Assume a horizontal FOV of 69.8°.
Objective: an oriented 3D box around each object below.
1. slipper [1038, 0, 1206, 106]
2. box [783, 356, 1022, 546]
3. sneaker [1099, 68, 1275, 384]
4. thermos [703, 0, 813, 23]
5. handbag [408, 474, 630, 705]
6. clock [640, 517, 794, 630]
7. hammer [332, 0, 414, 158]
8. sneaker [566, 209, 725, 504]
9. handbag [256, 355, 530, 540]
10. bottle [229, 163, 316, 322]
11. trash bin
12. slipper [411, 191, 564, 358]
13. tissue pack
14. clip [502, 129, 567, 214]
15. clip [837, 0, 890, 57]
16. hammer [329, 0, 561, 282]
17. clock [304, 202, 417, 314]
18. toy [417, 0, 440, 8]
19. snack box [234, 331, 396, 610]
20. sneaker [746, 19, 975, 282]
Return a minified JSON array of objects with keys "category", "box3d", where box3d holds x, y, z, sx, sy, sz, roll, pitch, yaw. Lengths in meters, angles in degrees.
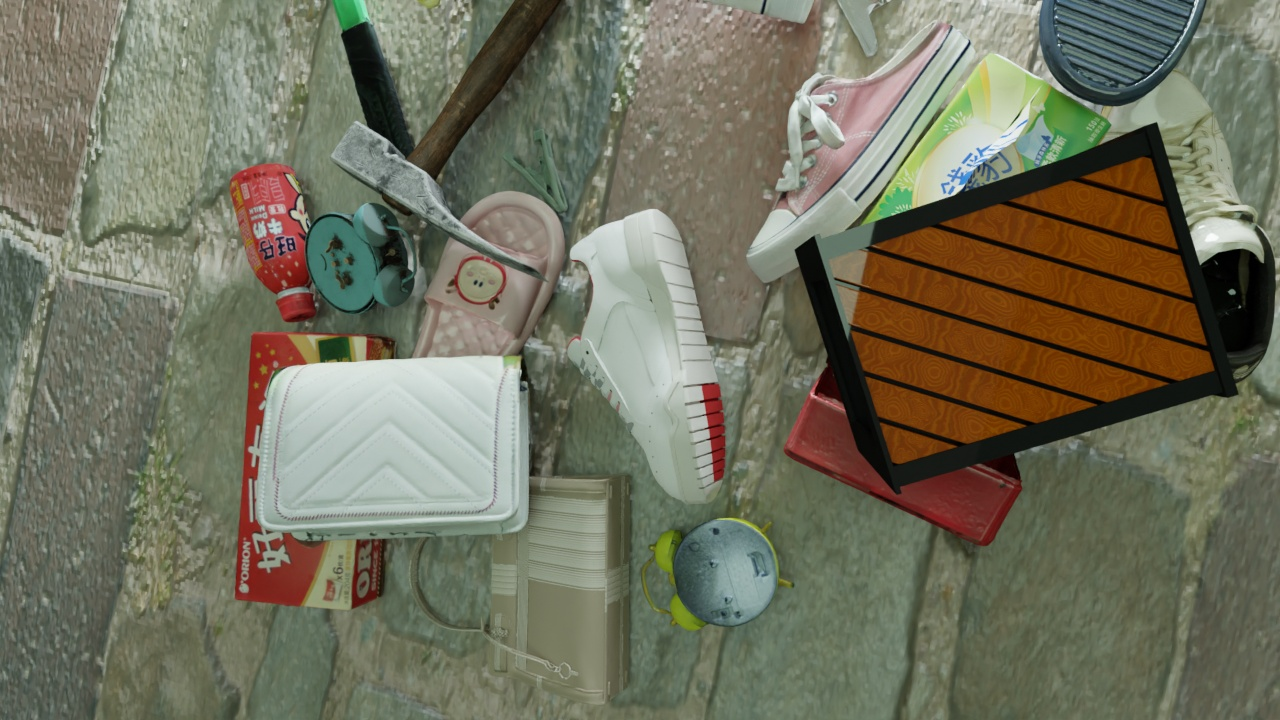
[{"category":"slipper","box3d":[0.360,-0.282,0.676,0.101,0.082,0.263,26,74,12]},{"category":"box","box3d":[0.197,0.050,0.668,0.157,0.137,0.127,21,86,13]},{"category":"sneaker","box3d":[0.382,-0.096,0.643,0.089,0.102,0.241,-11,84,12]},{"category":"thermos","box3d":[0.030,-0.327,0.732,0.230,0.068,0.068,13,90,2]},{"category":"handbag","box3d":[-0.109,0.183,0.778,0.198,0.062,0.175,-1,87,21]},{"category":"clock","box3d":[0.057,0.168,0.730,0.119,0.057,0.083,-17,85,11]},{"category":"hammer","box3d":[-0.259,-0.304,0.838,0.130,0.032,0.318,-19,84,11]},{"category":"sneaker","box3d":[-0.004,0.004,0.740,0.104,0.090,0.236,-15,85,21]},{"category":"handbag","box3d":[-0.188,0.068,0.725,0.198,0.096,0.141,-1,72,1]},{"category":"bottle","box3d":[-0.324,-0.103,0.828,0.062,0.062,0.137,-19,84,11]},{"category":"trash bin","box3d":[0.197,-0.028,0.527,0.172,0.139,0.139,-18,92,7]},{"category":"slipper","box3d":[-0.143,-0.042,0.786,0.107,0.055,0.221,25,94,15]},{"category":"tissue pack","box3d":[0.235,-0.118,0.658,0.120,0.141,0.198,31,94,12]},{"category":"clip","box3d":[-0.084,-0.159,0.795,0.061,0.023,0.075,-31,79,11]},{"category":"clip","box3d":[0.182,-0.302,0.735,0.054,0.043,0.101,-29,82,23]},{"category":"hammer","box3d":[-0.093,-0.233,0.769,0.218,0.037,0.300,32,86,17]},{"category":"clock","box3d":[-0.235,-0.089,0.791,0.124,0.053,0.090,-3,108,33]},{"category":"toy","box3d":[-0.207,-0.377,0.779,0.171,0.064,0.155,-30,105,13]},{"category":"snack box","box3d":[-0.285,0.093,0.809,0.113,0.060,0.236,2,87,12]},{"category":"sneaker","box3d":[0.150,-0.171,0.703,0.088,0.118,0.241,38,91,-8]}]
